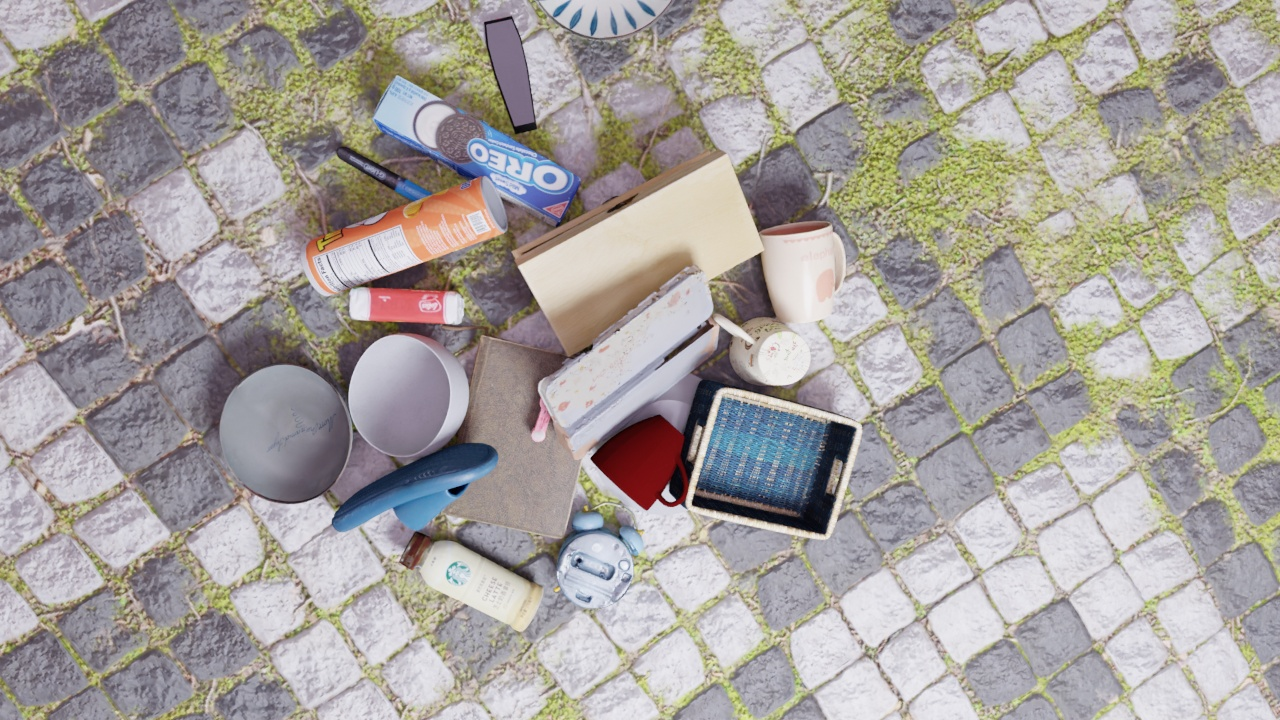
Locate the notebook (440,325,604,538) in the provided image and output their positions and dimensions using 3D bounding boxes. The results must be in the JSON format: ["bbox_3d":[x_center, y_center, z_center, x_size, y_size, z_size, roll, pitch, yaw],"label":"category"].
[{"bbox_3d":[-0.154,0.080,1.042,0.190,0.034,0.215,15,93,-6],"label":"notebook"}]

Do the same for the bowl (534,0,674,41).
[{"bbox_3d":[-0.040,-0.432,0.984,0.177,0.071,0.177,-1,104,-3],"label":"bowl"}]

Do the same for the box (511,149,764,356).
[{"bbox_3d":[-0.001,-0.116,0.997,0.249,0.123,0.140,-28,93,-3],"label":"box"}]

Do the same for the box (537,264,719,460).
[{"bbox_3d":[-0.009,0.002,0.980,0.216,0.154,0.058,-37,64,-16],"label":"box"}]

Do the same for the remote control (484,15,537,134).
[{"bbox_3d":[-0.142,-0.316,1.018,0.039,0.010,0.125,-14,97,-5],"label":"remote control"}]

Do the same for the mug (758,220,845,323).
[{"bbox_3d":[0.192,-0.103,1.047,0.111,0.085,0.104,-19,108,-34],"label":"mug"}]

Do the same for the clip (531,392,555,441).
[{"bbox_3d":[-0.108,0.061,1.019,0.022,0.038,0.059,20,91,-11],"label":"clip"}]

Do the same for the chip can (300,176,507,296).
[{"bbox_3d":[-0.250,-0.131,0.973,0.210,0.062,0.062,-18,97,9],"label":"chip can"}]

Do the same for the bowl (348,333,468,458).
[{"bbox_3d":[-0.245,0.038,1.002,0.132,0.064,0.132,0,89,21],"label":"bowl"}]

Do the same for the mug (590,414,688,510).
[{"bbox_3d":[0.014,0.112,1.009,0.088,0.087,0.114,-48,58,-3],"label":"mug"}]

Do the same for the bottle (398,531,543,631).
[{"bbox_3d":[-0.192,0.247,1.041,0.162,0.056,0.056,29,91,-8],"label":"bottle"}]

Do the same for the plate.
[{"bbox_3d":[0.030,0.098,1.071,0.172,0.019,0.173,-1,95,-6],"label":"plate"}]

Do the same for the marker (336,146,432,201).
[{"bbox_3d":[-0.278,-0.201,1.011,0.123,0.015,0.018,29,92,-7],"label":"marker"}]

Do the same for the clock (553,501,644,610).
[{"bbox_3d":[-0.048,0.224,1.058,0.089,0.051,0.124,24,91,-7],"label":"clock"}]

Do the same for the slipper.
[{"bbox_3d":[-0.239,0.142,0.990,0.214,0.103,0.059,-22,104,23],"label":"slipper"}]

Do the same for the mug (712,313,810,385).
[{"bbox_3d":[0.133,-0.019,1.033,0.122,0.097,0.081,36,90,-8],"label":"mug"}]

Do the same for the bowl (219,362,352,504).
[{"bbox_3d":[-0.375,0.077,1.001,0.151,0.056,0.151,0,94,5],"label":"bowl"}]

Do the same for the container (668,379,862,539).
[{"bbox_3d":[0.141,0.112,1.047,0.187,0.071,0.145,15,93,-17],"label":"container"}]

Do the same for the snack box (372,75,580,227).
[{"bbox_3d":[-0.176,-0.225,1.000,0.226,0.059,0.059,29,87,-8],"label":"snack box"}]

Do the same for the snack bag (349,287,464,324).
[{"bbox_3d":[-0.252,-0.059,0.996,0.116,0.077,0.036,2,93,-7],"label":"snack bag"}]
